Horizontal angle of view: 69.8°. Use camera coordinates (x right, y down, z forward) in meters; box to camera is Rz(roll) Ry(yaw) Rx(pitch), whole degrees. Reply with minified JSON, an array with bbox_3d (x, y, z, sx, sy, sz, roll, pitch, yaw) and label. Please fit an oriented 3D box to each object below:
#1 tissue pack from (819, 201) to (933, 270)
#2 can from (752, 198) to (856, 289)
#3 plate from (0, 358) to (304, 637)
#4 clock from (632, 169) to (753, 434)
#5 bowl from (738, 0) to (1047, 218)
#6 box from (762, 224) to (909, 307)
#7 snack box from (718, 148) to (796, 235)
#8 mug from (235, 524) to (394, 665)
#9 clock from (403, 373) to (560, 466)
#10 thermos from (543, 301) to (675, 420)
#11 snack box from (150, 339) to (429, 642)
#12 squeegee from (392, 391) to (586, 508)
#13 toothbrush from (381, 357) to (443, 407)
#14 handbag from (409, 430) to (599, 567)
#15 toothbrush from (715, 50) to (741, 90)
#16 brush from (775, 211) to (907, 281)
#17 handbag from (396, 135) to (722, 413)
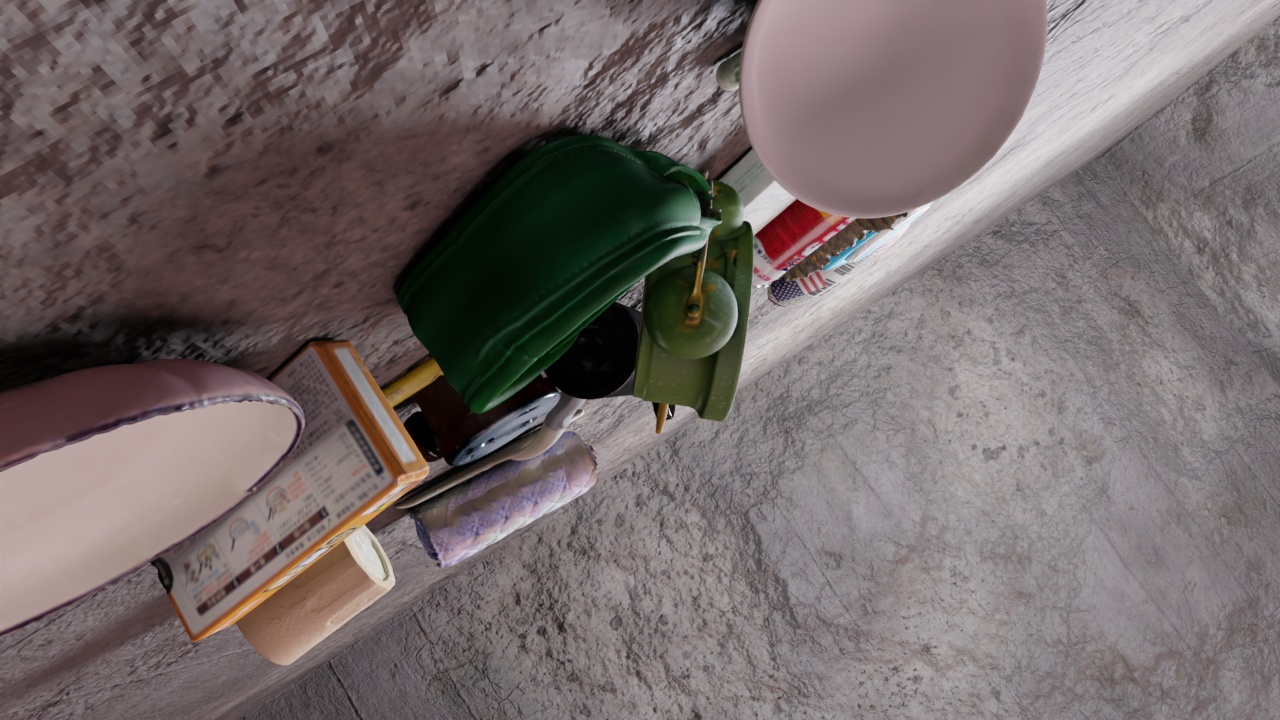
[{"bbox_3d":[0.200,-0.134,0.787,0.140,0.063,0.089,-39,170,33],"label":"tissue pack"},{"bbox_3d":[0.120,-0.109,0.655,0.133,0.053,0.053,-38,171,26],"label":"can"},{"bbox_3d":[-0.218,0.052,0.327,0.192,0.039,0.192,-33,172,-5],"label":"plate"},{"bbox_3d":[0.029,-0.034,0.515,0.056,0.116,0.161,6,149,-1],"label":"clock"},{"bbox_3d":[0.088,-0.123,0.363,0.118,0.118,0.064,-35,-149,10],"label":"bowl"},{"bbox_3d":[0.191,-0.102,0.899,0.164,0.077,0.074,-36,167,32],"label":"box"},{"bbox_3d":[0.082,-0.113,0.578,0.157,0.027,0.084,-39,171,33],"label":"snack box"},{"bbox_3d":[-0.274,0.174,0.737,0.103,0.084,0.125,-35,146,-3],"label":"mug"},{"bbox_3d":[-0.105,0.029,0.583,0.081,0.055,0.122,-26,170,-47],"label":"clock"},{"bbox_3d":[-0.004,0.004,0.703,0.068,0.090,0.242,-23,173,11],"label":"thermos"},{"bbox_3d":[-0.174,0.063,0.430,0.154,0.075,0.026,-37,171,20],"label":"snack box"},{"bbox_3d":[-0.087,0.057,0.872,0.245,0.039,0.247,-27,169,-41],"label":"squeegee"},{"bbox_3d":[-0.190,0.056,0.535,0.190,0.016,0.015,-34,173,4],"label":"toothbrush"},{"bbox_3d":[-0.145,0.148,0.982,0.193,0.075,0.134,-28,180,-19],"label":"handbag"},{"bbox_3d":[0.113,-0.170,0.402,0.189,0.029,0.020,-32,-148,-4],"label":"toothbrush"},{"bbox_3d":[0.149,-0.116,0.721,0.146,0.063,0.072,-36,-158,28],"label":"brush"},{"bbox_3d":[-0.033,-0.039,0.413,0.132,0.068,0.120,-39,171,33],"label":"handbag"}]
